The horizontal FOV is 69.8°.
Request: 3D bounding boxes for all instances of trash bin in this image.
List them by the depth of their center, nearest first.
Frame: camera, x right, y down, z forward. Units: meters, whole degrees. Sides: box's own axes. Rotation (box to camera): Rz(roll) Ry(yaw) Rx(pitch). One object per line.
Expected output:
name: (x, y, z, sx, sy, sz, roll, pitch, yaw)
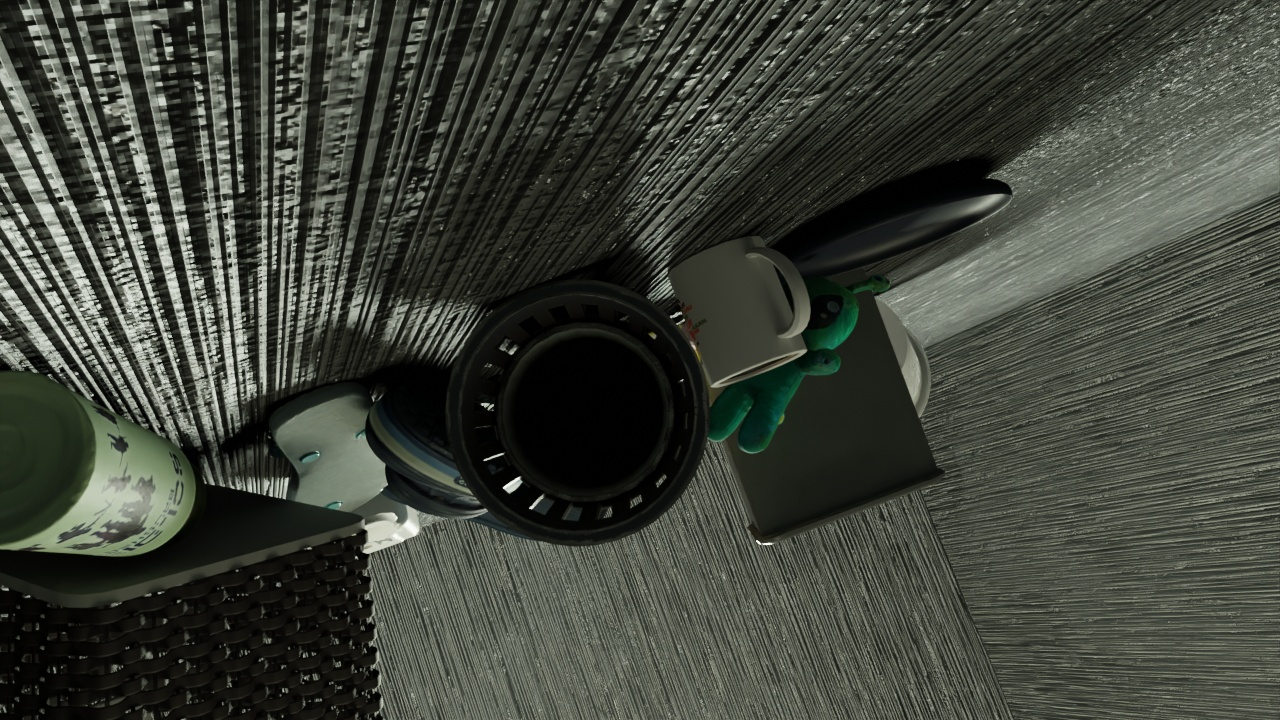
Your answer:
trash bin: (-0.031, 0.038, 0.682, 0.164, 0.164, 0.227, -21, 176, 3)
trash bin: (0.164, 0.041, 0.907, 0.192, 0.220, 0.097, -20, 180, 0)
trash bin: (0.275, 0.005, 1.185, 0.196, 0.195, 0.199, -22, 162, 10)

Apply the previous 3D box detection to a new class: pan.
pan: (0.134, -0.079, 0.784, 0.357, 0.021, 0.198, -21, 173, 31)

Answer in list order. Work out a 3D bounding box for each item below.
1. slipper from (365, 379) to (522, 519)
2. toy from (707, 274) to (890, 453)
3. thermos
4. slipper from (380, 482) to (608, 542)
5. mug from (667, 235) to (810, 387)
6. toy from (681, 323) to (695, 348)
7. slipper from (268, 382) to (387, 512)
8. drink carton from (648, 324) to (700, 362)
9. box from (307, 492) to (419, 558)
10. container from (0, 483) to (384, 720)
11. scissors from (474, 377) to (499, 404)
slipper: (-0.153, 0.086, 0.748, 0.095, 0.105, 0.253, -42, 169, 0)
toy: (0.121, -0.005, 0.743, 0.131, 0.072, 0.193, 13, -119, 48)
thermos: (-0.296, 0.067, 0.491, 0.082, 0.082, 0.232, -18, 172, -16)
slipper: (-0.133, 0.114, 0.911, 0.263, 0.101, 0.083, 16, 146, -29)
mug: (0.079, -0.039, 0.662, 0.073, 0.089, 0.105, -15, 170, -36)
toy: (0.090, -0.028, 0.821, 0.110, 0.047, 0.063, -21, 177, -11)
slipper: (-0.250, 0.067, 0.749, 0.098, 0.054, 0.269, -20, 161, -24)
drink carton: (-0.005, 0.005, 0.883, 0.058, 0.043, 0.135, -15, 176, -33)
box: (-0.292, 0.150, 0.917, 0.108, 0.128, 0.137, -19, 158, -6)
container: (-0.348, 0.239, 0.660, 0.246, 0.243, 0.246, 4, -174, 30)
scissors: (-0.128, 0.029, 0.862, 0.156, 0.019, 0.125, -15, 169, -22)
